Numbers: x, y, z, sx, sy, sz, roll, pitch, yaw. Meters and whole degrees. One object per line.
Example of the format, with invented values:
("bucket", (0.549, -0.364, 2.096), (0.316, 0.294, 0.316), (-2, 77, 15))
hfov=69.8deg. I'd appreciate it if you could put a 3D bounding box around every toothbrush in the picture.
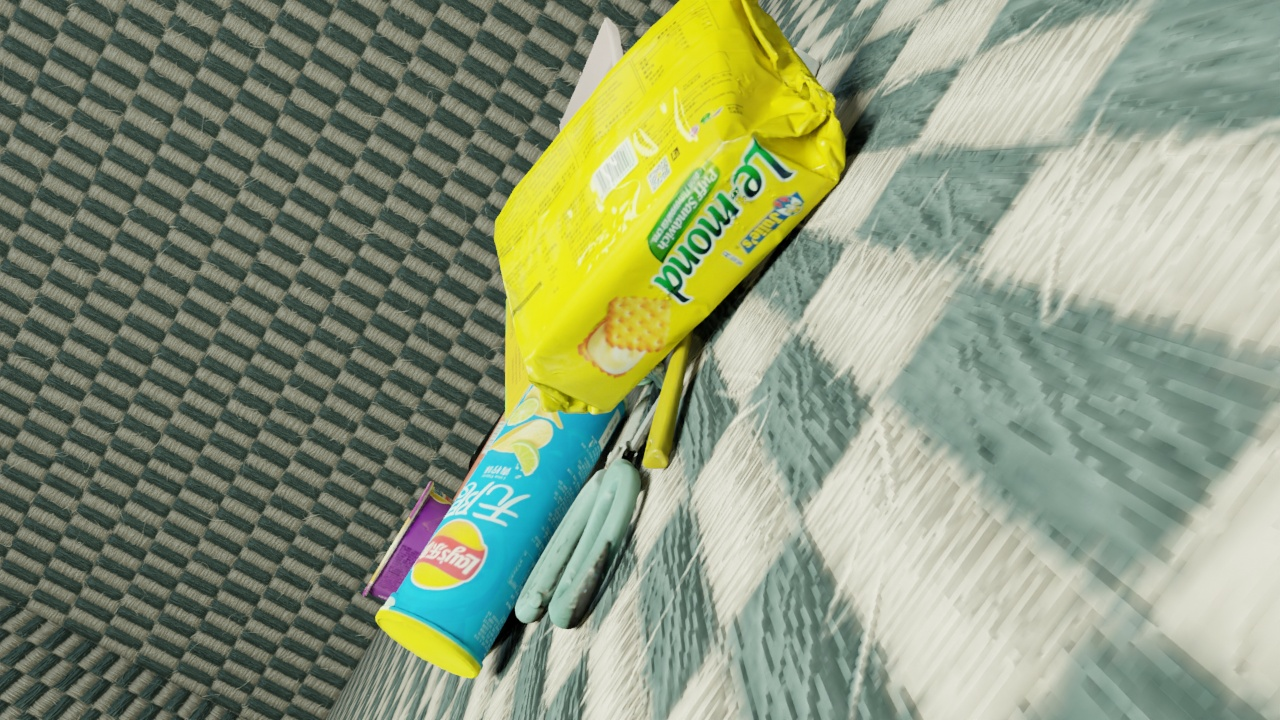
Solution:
("toothbrush", (-0.004, 0.004, 0.657), (0.026, 0.027, 0.224), (-31, 5, -6))
("toothbrush", (0.027, -0.003, 0.524), (0.016, 0.016, 0.189), (-53, 11, 35))

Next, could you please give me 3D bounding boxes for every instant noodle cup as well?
("instant noodle cup", (-0.166, 0.174, 0.788), (0.112, 0.099, 0.111), (-59, 8, 13))

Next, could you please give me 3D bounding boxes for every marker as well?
("marker", (-0.102, 0.188, 0.632), (0.124, 0.015, 0.018), (-49, 16, 48))

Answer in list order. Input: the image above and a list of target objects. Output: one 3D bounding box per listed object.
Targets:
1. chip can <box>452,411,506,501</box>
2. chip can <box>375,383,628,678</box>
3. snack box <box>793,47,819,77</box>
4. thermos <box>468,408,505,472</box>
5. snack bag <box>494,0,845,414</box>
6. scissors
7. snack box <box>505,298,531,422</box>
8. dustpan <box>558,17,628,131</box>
("chip can", (-0.150, 0.146, 0.894), (0.214, 0.071, 0.071), (-62, 8, -21))
("chip can", (-0.084, 0.096, 0.603), (0.209, 0.071, 0.071), (-60, 7, -31))
("snack box", (0.085, -0.170, 0.744), (0.157, 0.027, 0.084), (-51, 11, 46))
("thermos", (-0.137, 0.093, 1.089), (0.089, 0.068, 0.243), (-22, -12, -30))
("snack bag", (0.000, -0.093, 0.522), (0.247, 0.068, 0.157), (-45, 45, 30))
("scissors", (-0.025, 0.089, 0.498), (0.170, 0.019, 0.181), (-58, 7, 8))
("snack box", (-0.064, -0.048, 0.861), (0.158, 0.070, 0.209), (-55, 26, 28))
("dustpan", (-0.041, -0.193, 1.010), (0.138, 0.273, 0.223), (-35, -6, -24))
